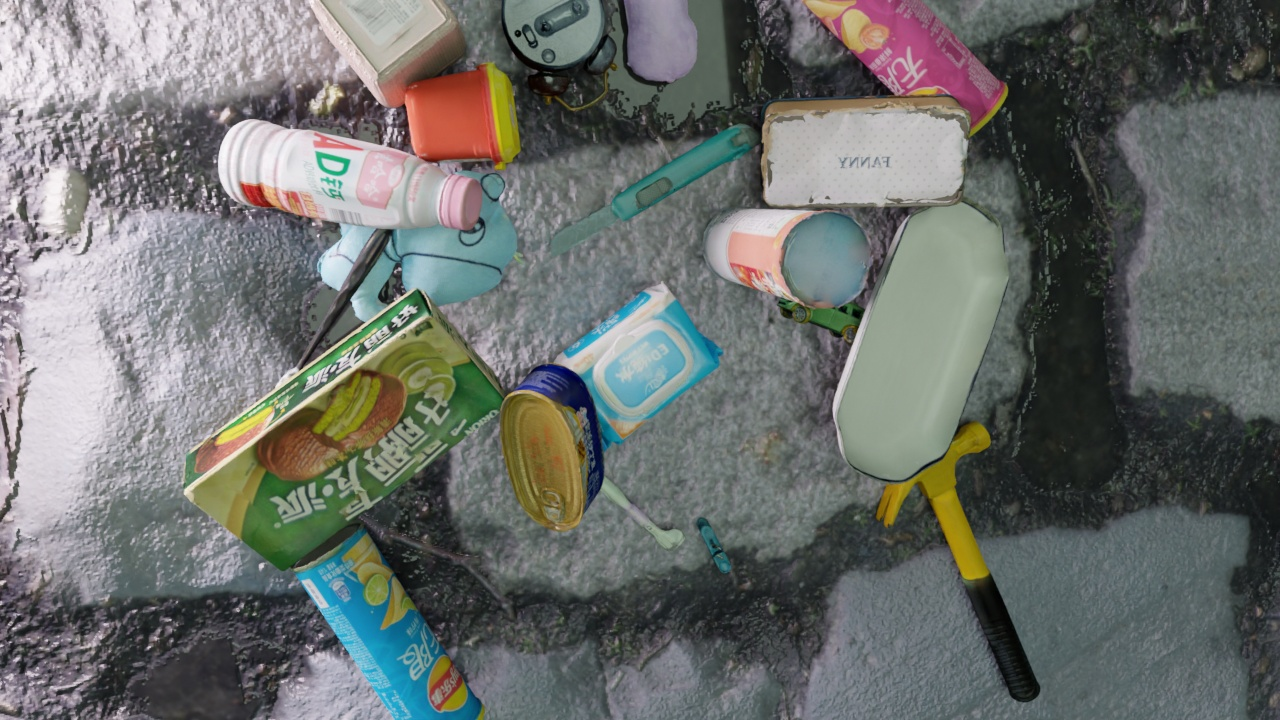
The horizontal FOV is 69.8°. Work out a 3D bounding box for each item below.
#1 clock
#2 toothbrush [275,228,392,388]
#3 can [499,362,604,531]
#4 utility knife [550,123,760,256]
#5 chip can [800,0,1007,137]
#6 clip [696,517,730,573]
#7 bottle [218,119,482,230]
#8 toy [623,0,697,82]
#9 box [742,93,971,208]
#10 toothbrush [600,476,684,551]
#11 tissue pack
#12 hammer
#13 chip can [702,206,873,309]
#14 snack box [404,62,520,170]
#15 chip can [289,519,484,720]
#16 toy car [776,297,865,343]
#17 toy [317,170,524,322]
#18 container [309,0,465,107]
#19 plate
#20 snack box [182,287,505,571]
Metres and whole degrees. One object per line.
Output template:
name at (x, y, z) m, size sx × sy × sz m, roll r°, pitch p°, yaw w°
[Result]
clock at (-0.067, -0.265, 0.750) m, size 0.082 × 0.055 × 0.122 m, roll -29°, pitch 104°, yaw -5°
toothbrush at (-0.253, -0.040, 0.755) m, size 0.015 × 0.018 × 0.181 m, roll 37°, pitch 106°, yaw -3°
can at (-0.074, 0.075, 0.784) m, size 0.075 × 0.049 × 0.148 m, roll 8°, pitch 125°, yaw 22°
utility knife at (0.013, -0.150, 0.806) m, size 0.216 × 0.013 × 0.029 m, roll -31°, pitch 103°, yaw -3°
chip can at (0.218, -0.281, 0.790) m, size 0.210 × 0.071 × 0.071 m, roll 39°, pitch 91°, yaw -13°
clip at (0.070, 0.176, 0.870) m, size 0.014 × 0.042 × 0.056 m, roll -28°, pitch 104°, yaw -2°
bottle at (-0.221, -0.138, 0.709) m, size 0.197 × 0.068 × 0.068 m, roll 11°, pitch 98°, yaw 9°
toy at (0.012, -0.287, 0.769) m, size 0.084 × 0.038 × 0.108 m, roll -9°, pitch 105°, yaw 9°
box at (0.180, -0.176, 0.778) m, size 0.184 × 0.061 × 0.090 m, roll 3°, pitch 117°, yaw 9°
toothbrush at (-0.035, 0.111, 0.842) m, size 0.189 × 0.020 × 0.029 m, roll 42°, pitch 123°, yaw -13°
tissue pack at (-0.005, 0.005, 0.804) m, size 0.140 × 0.063 × 0.090 m, roll -37°, pitch 104°, yaw -2°
hammer at (0.334, 0.214, 0.917) m, size 0.128 × 0.033 × 0.301 m, roll -28°, pitch 103°, yaw -4°
chip can at (0.109, -0.087, 0.730) m, size 0.071 × 0.214 × 0.071 m, roll -2°, pitch 100°, yaw -10°
snack box at (-0.141, -0.191, 0.734) m, size 0.080 × 0.091 × 0.082 m, roll -8°, pitch 100°, yaw -2°
chip can at (-0.219, 0.245, 0.806) m, size 0.071 × 0.071 × 0.210 m, roll -29°, pitch 103°, yaw -4°
toy car at (0.169, -0.042, 0.838) m, size 0.091 × 0.043 × 0.036 m, roll 16°, pitch 98°, yaw -14°
toy at (-0.177, -0.094, 0.765) m, size 0.156 × 0.049 × 0.161 m, roll 23°, pitch 103°, yaw -13°
container at (-0.191, -0.257, 0.701) m, size 0.090 × 0.111 × 0.090 m, roll -38°, pitch 104°, yaw -2°
plate at (0.250, -0.019, 0.835) m, size 0.162 × 0.034 × 0.265 m, roll 18°, pitch 92°, yaw -33°
snack box at (-0.240, 0.057, 0.756) m, size 0.240 × 0.063 × 0.114 m, roll -36°, pitch 126°, yaw -3°
